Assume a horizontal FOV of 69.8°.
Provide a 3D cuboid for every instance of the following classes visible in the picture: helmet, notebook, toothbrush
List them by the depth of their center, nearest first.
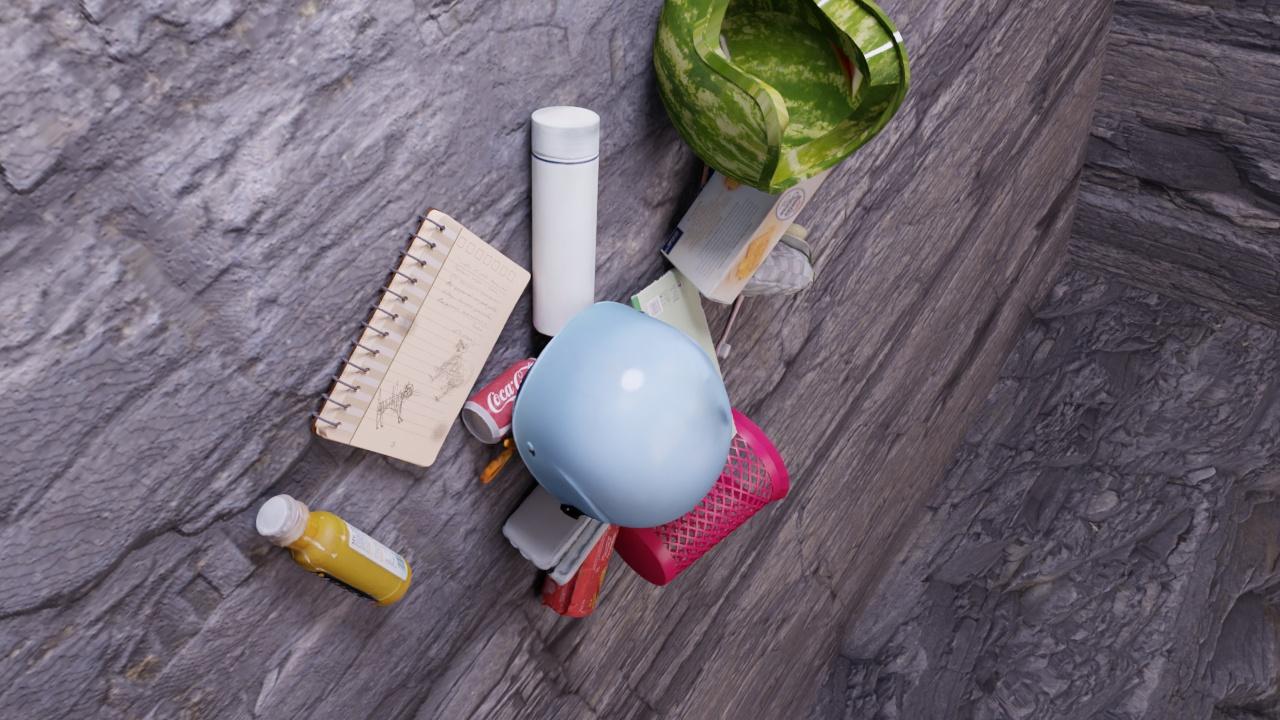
[{"bbox_3d":[-0.200,-0.014,0.862,0.225,0.024,0.167,-63,151,-4],"label":"notebook"},{"bbox_3d":[0.124,-0.308,0.946,0.213,0.247,0.244,-28,173,-15],"label":"helmet"},{"bbox_3d":[0.001,0.077,0.960,0.225,0.167,0.266,-50,137,-13],"label":"helmet"},{"bbox_3d":[0.082,-0.226,1.156,0.021,0.017,0.135,-17,126,-54],"label":"toothbrush"},{"bbox_3d":[0.060,0.014,1.157,0.181,0.010,0.252,-41,119,-58],"label":"notebook"},{"bbox_3d":[0.151,-0.088,1.363,0.015,0.018,0.181,11,101,-60],"label":"toothbrush"}]

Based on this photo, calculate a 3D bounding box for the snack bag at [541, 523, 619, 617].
[{"bbox_3d":[-0.077,0.252,1.196,0.082,0.082,0.176,-4,114,-57],"label":"snack bag"}]

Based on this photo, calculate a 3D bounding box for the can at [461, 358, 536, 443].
[{"bbox_3d":[-0.138,0.041,0.969,0.096,0.054,0.054,-42,142,-35],"label":"can"}]

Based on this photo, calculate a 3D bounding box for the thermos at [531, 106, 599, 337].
[{"bbox_3d":[-0.077,-0.136,0.924,0.067,0.068,0.230,-32,135,-44],"label":"thermos"}]

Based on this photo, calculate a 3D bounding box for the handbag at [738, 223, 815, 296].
[{"bbox_3d":[0.156,-0.147,1.241,0.171,0.113,0.123,-5,106,-56],"label":"handbag"}]

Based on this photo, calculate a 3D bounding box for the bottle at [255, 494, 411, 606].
[{"bbox_3d":[-0.280,0.176,0.845,0.053,0.053,0.186,-56,148,-16],"label":"bottle"}]

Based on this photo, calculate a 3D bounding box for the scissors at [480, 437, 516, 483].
[{"bbox_3d":[-0.132,0.088,1.010,0.126,0.011,0.128,-49,174,28],"label":"scissors"}]

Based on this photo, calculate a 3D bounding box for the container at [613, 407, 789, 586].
[{"bbox_3d":[0.069,0.198,1.305,0.225,0.183,0.183,-39,141,-25],"label":"container"}]

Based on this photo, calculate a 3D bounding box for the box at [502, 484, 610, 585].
[{"bbox_3d":[-0.074,0.150,1.092,0.216,0.110,0.108,-54,-170,-11],"label":"box"}]

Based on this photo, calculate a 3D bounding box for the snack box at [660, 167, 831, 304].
[{"bbox_3d":[0.124,-0.180,1.106,0.057,0.104,0.208,12,120,-49],"label":"snack box"}]
